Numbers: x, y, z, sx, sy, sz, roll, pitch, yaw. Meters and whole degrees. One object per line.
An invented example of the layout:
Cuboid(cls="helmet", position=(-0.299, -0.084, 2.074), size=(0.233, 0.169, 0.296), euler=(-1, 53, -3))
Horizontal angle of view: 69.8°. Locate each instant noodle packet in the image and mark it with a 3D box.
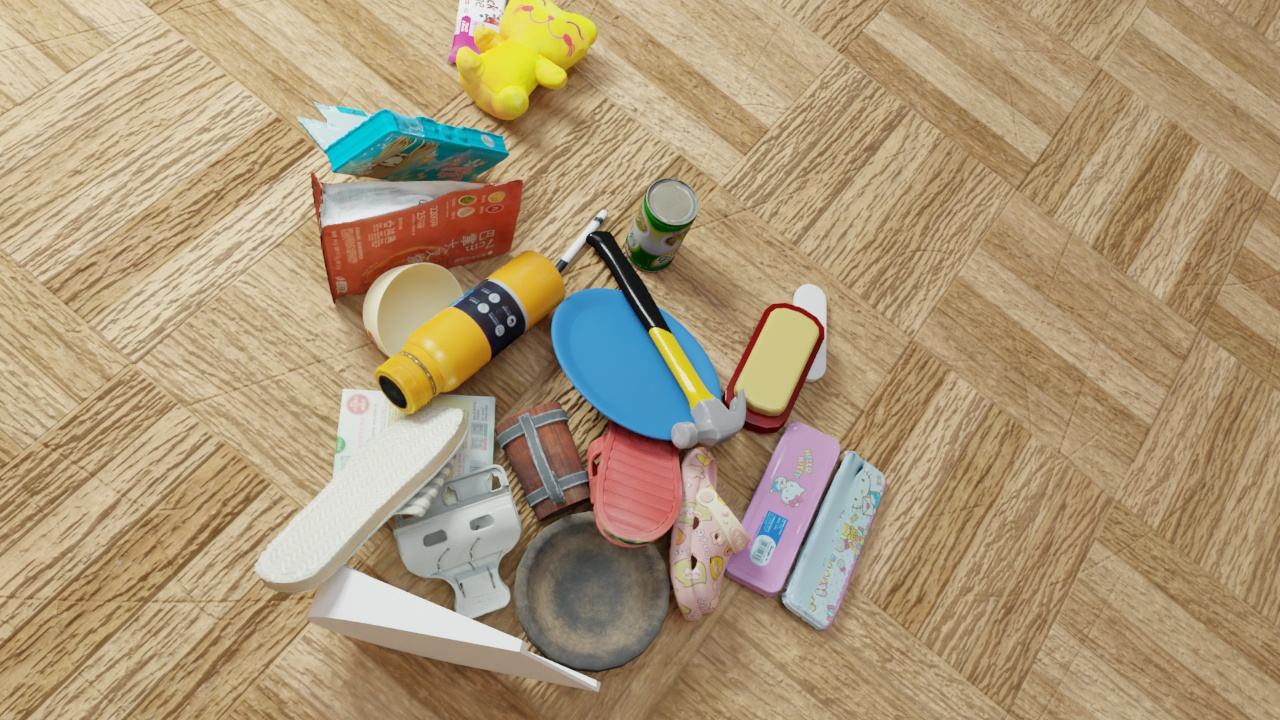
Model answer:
Cuboid(cls="instant noodle packet", position=(-0.245, -0.144, 1.032), size=(0.220, 0.165, 0.084), euler=(-9, 69, -17))

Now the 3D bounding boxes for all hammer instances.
Cuboid(cls="hammer", position=(0.022, -0.035, 1.092), size=(0.126, 0.029, 0.323), euler=(-4, 53, -41))

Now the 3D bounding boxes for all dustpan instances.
Cuboid(cls="dustpan", position=(-0.183, 0.244, 0.858), size=(0.258, 0.191, 0.053), euler=(3, 63, 21))

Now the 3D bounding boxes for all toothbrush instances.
Cuboid(cls="toothbrush", position=(-0.092, -0.123, 1.146), size=(0.017, 0.012, 0.186), euler=(41, 64, -10))

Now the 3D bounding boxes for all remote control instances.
Cuboid(cls="remote control", position=(0.218, -0.036, 1.185), size=(0.043, 0.013, 0.136), euler=(10, 66, -10))

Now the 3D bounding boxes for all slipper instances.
Cuboid(cls="slipper", position=(-0.009, 0.116, 1.017), size=(0.103, 0.059, 0.248), euler=(24, 37, -12))
Cuboid(cls="slipper", position=(-0.258, 0.132, 0.892), size=(0.271, 0.115, 0.054), euler=(-53, 131, -52))
Cuboid(cls="slipper", position=(0.079, 0.186, 1.007), size=(0.082, 0.093, 0.197), euler=(-3, 61, 15))

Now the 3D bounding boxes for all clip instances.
Cuboid(cls="clip", position=(-0.181, 0.191, 0.941), size=(0.126, 0.105, 0.151), euler=(-17, 75, -8))

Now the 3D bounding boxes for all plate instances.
Cuboid(cls="plate", position=(-0.006, 0.006, 1.071), size=(0.224, 0.024, 0.223), euler=(22, 40, -20))

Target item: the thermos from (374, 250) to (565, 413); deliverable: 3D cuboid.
Cuboid(cls="thermos", position=(-0.184, -0.026, 1.021), size=(0.076, 0.091, 0.232), euler=(16, 46, 37))

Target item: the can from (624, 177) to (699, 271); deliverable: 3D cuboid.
Cuboid(cls="can", position=(0.025, -0.165, 1.130), size=(0.067, 0.121, 0.067), euler=(5, 67, -12))

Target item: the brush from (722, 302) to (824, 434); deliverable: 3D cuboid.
Cuboid(cls="brush", position=(0.166, 0.005, 1.129), size=(0.082, 0.042, 0.173), euler=(26, 67, 7))

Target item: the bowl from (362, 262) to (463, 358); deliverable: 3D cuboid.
Cuboid(cls="bowl", position=(-0.267, -0.056, 1.035), size=(0.074, 0.118, 0.117), euler=(14, 56, 40))

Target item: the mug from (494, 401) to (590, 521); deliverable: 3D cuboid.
Cuboid(cls="mug", position=(-0.103, 0.108, 0.992), size=(0.081, 0.117, 0.111), euler=(-24, 78, -3))

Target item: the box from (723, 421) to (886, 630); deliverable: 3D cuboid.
Cuboid(cls="box", position=(0.199, 0.189, 1.077), size=(0.151, 0.041, 0.213), euler=(31, 64, -4))

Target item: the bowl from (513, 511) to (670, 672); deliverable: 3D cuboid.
Cuboid(cls="bowl", position=(-0.055, 0.246, 0.969), size=(0.162, 0.070, 0.162), euler=(5, 67, -12))

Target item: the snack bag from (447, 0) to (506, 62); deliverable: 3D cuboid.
Cuboid(cls="snack bag", position=(-0.218, -0.483, 1.261), size=(0.070, 0.016, 0.196), euler=(8, 66, -12))

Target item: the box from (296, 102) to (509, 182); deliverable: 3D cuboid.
Cuboid(cls="box", position=(-0.277, -0.244, 1.053), size=(0.168, 0.226, 0.086), euler=(14, 101, 22))

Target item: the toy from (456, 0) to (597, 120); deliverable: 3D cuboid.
Cuboid(cls="toy", position=(-0.148, -0.395, 1.203), size=(0.134, 0.088, 0.193), euler=(30, 63, 3))

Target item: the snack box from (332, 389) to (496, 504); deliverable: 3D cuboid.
Cuboid(cls="snack box", position=(-0.246, 0.100, 1.007), size=(0.168, 0.027, 0.131), euler=(4, 67, -12))
